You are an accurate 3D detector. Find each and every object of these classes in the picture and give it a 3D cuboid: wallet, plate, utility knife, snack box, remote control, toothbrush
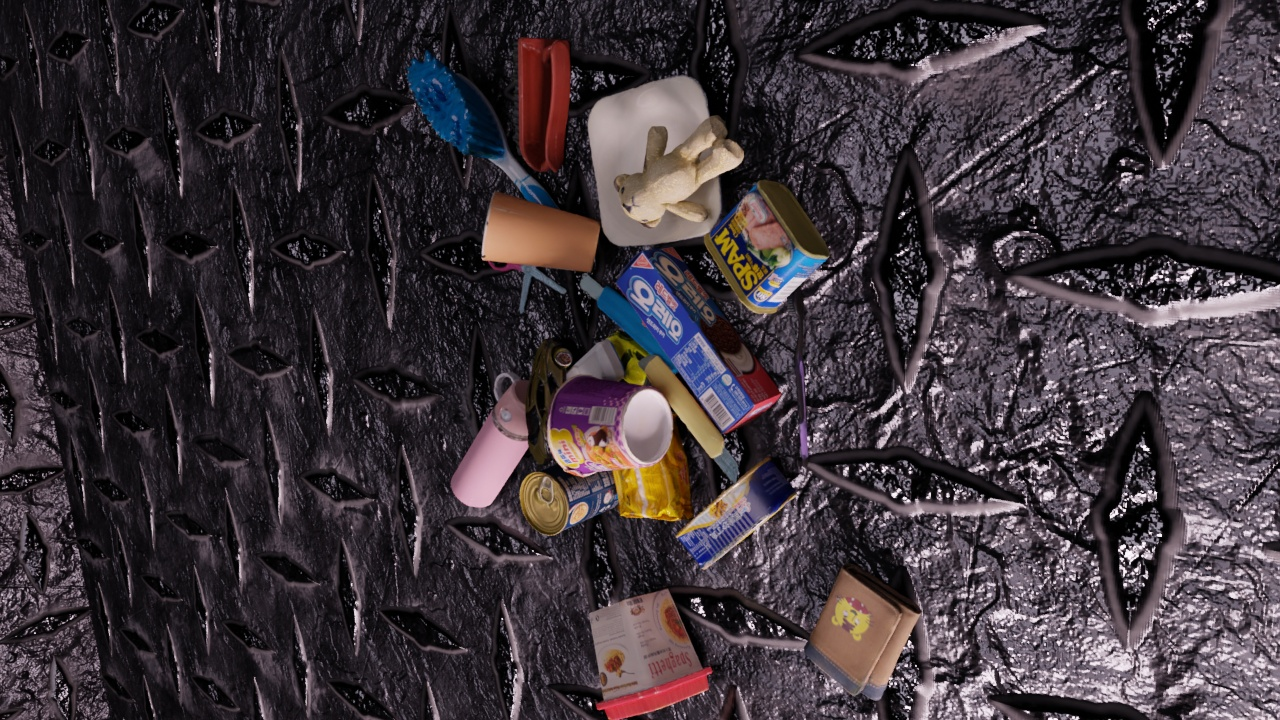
[{"bbox_3d":[0.221,0.273,0.922,0.090,0.033,0.115,32,117,31],"label":"wallet"},{"bbox_3d":[0.019,-0.206,0.964,0.164,0.034,0.164,-2,101,40],"label":"plate"},{"bbox_3d":[0.050,0.056,0.960,0.031,0.019,0.183,-57,48,27],"label":"utility knife"},{"bbox_3d":[0.058,-0.025,0.963,0.207,0.058,0.057,55,129,15],"label":"snack box"},{"bbox_3d":[-0.057,0.018,1.073,0.049,0.024,0.125,65,151,9],"label":"remote control"},{"bbox_3d":[-0.009,-0.046,1.037,0.034,0.018,0.182,-47,63,-4],"label":"utility knife"},{"bbox_3d":[0.158,0.017,0.919,0.017,0.014,0.189,7,106,47],"label":"toothbrush"}]

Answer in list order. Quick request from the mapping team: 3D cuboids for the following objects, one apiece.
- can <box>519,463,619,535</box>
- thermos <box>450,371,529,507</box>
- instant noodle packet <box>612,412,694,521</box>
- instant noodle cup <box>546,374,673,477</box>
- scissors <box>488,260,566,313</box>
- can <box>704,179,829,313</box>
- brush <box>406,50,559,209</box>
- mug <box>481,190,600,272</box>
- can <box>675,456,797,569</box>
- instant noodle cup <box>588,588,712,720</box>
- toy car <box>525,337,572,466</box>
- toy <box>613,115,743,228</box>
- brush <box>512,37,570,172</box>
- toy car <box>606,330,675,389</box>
[{"bbox_3d":[-0.078,0.155,1.089,0.075,0.111,0.075,9,105,37],"label":"can"},{"bbox_3d":[-0.188,0.101,1.197,0.087,0.067,0.199,48,128,20],"label":"thermos"},{"bbox_3d":[0.010,0.117,1.050,0.111,0.044,0.128,-5,96,43],"label":"instant noodle packet"},{"bbox_3d":[-0.026,0.069,0.976,0.099,0.111,0.111,-2,100,41],"label":"instant noodle cup"},{"bbox_3d":[-0.139,-0.119,1.134,0.133,0.017,0.134,33,120,24],"label":"scissors"},{"bbox_3d":[0.121,-0.110,0.882,0.083,0.057,0.102,-46,61,35],"label":"can"},{"bbox_3d":[-0.168,-0.241,1.086,0.061,0.109,0.314,-44,65,22],"label":"brush"},{"bbox_3d":[-0.109,-0.138,1.023,0.122,0.078,0.078,12,115,-6],"label":"mug"},{"bbox_3d":[0.100,0.163,0.966,0.049,0.074,0.148,52,126,13],"label":"can"},{"bbox_3d":[0.004,0.342,1.077,0.117,0.116,0.124,-33,67,40],"label":"instant noodle cup"},{"bbox_3d":[-0.112,0.048,1.092,0.070,0.042,0.158,134,141,-57],"label":"toy car"},{"bbox_3d":[0.036,-0.181,0.891,0.158,0.066,0.105,-26,102,48],"label":"toy"},{"bbox_3d":[-0.108,-0.285,1.032,0.069,0.063,0.146,26,119,48],"label":"brush"},{"bbox_3d":[-0.006,0.006,1.043,0.105,0.032,0.048,35,122,31],"label":"toy car"}]
